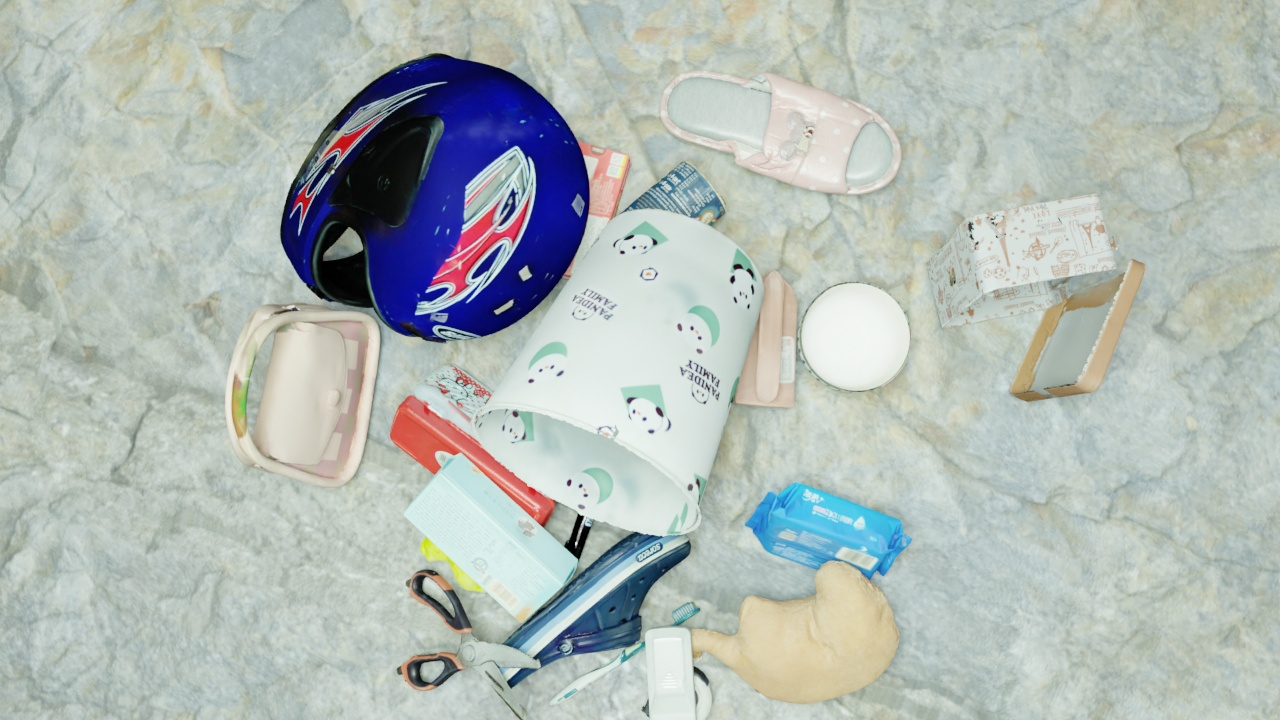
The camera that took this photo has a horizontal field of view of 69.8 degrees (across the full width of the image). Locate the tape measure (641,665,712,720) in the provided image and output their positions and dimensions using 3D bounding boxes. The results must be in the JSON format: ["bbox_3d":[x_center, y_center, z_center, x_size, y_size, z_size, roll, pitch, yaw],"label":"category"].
[{"bbox_3d":[0.043,0.355,0.971,0.066,0.033,0.065,24,87,8],"label":"tape measure"}]

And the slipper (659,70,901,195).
[{"bbox_3d":[0.150,-0.255,1.002,0.274,0.054,0.114,21,89,12],"label":"slipper"}]

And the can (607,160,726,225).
[{"bbox_3d":[0.030,-0.157,1.003,0.111,0.075,0.075,-40,83,-2],"label":"can"}]

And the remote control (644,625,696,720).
[{"bbox_3d":[0.032,0.338,0.944,0.049,0.024,0.125,-5,83,6],"label":"remote control"}]

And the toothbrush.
[{"bbox_3d":[-0.019,0.315,0.988,0.191,0.016,0.018,-33,73,-1],"label":"toothbrush"}]

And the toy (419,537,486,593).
[{"bbox_3d":[-0.191,0.202,1.002,0.100,0.031,0.096,6,83,4],"label":"toy"}]

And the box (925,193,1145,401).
[{"bbox_3d":[0.397,-0.044,0.920,0.154,0.183,0.184,-9,80,3],"label":"box"}]

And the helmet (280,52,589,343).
[{"bbox_3d":[-0.193,-0.136,0.922,0.316,0.247,0.240,-46,66,12],"label":"helmet"}]

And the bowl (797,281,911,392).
[{"bbox_3d":[0.223,-0.022,0.981,0.116,0.066,0.116,0,85,2],"label":"bowl"}]

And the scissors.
[{"bbox_3d":[-0.187,0.296,0.948,0.226,0.015,0.188,-33,63,30],"label":"scissors"}]

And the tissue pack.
[{"bbox_3d":[0.192,0.177,0.951,0.157,0.095,0.052,19,55,4],"label":"tissue pack"}]

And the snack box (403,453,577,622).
[{"bbox_3d":[-0.154,0.183,0.947,0.175,0.051,0.074,43,116,-3],"label":"snack box"}]

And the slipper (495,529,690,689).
[{"bbox_3d":[-0.044,0.264,0.949,0.253,0.105,0.095,-38,86,-2],"label":"slipper"}]

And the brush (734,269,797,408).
[{"bbox_3d":[0.138,-0.023,0.985,0.063,0.073,0.145,4,83,4],"label":"brush"}]

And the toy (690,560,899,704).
[{"bbox_3d":[0.153,0.295,0.946,0.226,0.082,0.143,-26,96,14],"label":"toy"}]

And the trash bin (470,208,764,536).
[{"bbox_3d":[-0.005,0.005,0.894,0.229,0.230,0.251,23,64,5],"label":"trash bin"}]

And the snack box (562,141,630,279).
[{"bbox_3d":[-0.067,-0.167,1.035,0.075,0.025,0.153,15,85,6],"label":"snack box"}]

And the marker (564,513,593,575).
[{"bbox_3d":[-0.060,0.169,1.004,0.022,0.020,0.132,17,86,26],"label":"marker"}]

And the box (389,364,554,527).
[{"bbox_3d":[-0.162,0.092,1.003,0.201,0.096,0.101,36,45,5],"label":"box"}]

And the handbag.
[{"bbox_3d":[-0.354,0.029,0.926,0.093,0.234,0.193,8,84,6],"label":"handbag"}]
